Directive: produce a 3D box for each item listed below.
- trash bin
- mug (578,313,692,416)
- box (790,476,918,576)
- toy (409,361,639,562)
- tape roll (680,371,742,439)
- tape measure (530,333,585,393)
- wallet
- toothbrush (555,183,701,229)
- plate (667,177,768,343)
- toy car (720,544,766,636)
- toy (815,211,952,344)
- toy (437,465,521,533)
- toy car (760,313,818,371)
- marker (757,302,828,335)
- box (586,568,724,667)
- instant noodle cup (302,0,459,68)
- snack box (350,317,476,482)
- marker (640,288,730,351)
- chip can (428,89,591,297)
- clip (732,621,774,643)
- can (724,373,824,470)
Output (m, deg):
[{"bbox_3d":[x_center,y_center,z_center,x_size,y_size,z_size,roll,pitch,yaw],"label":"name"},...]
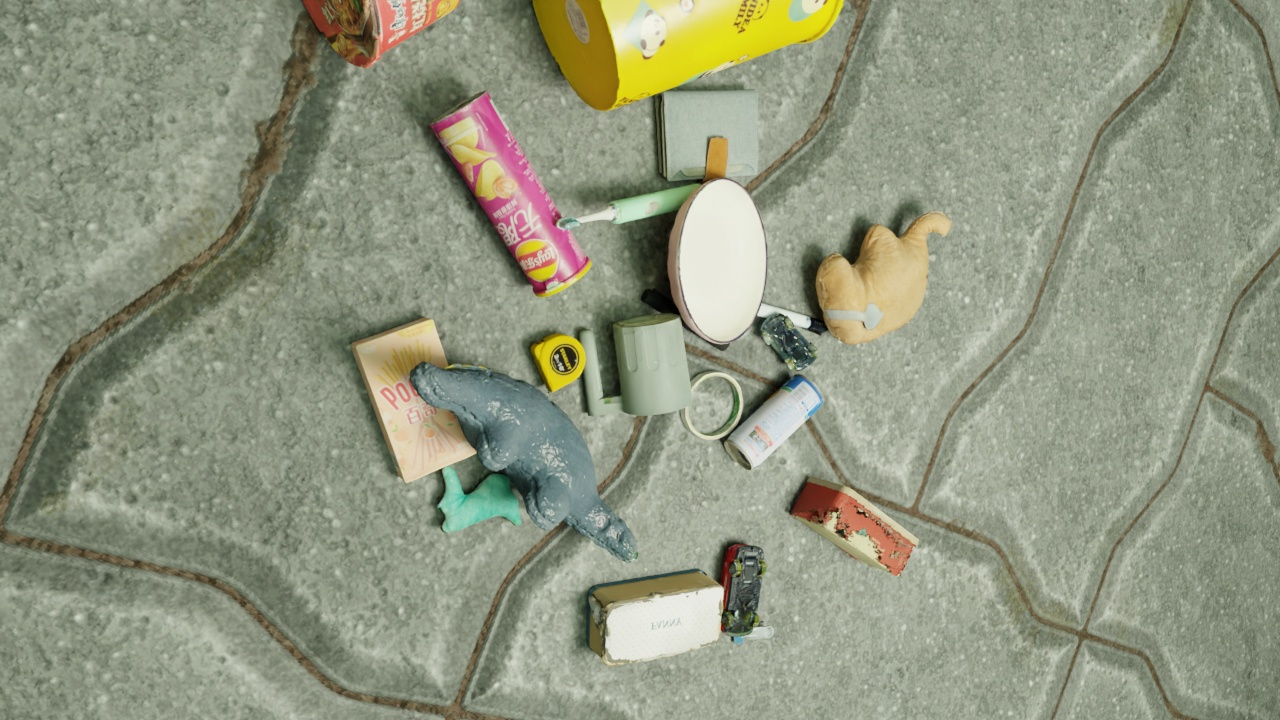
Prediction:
[{"bbox_3d":[0.037,-0.391,0.934,0.255,0.230,0.230,-29,111,-15],"label":"trash bin"},{"bbox_3d":[-0.006,0.006,1.057,0.124,0.083,0.103,-7,102,-2],"label":"mug"},{"bbox_3d":[0.286,0.232,1.236,0.168,0.091,0.076,35,78,-28],"label":"box"},{"bbox_3d":[-0.116,0.094,0.978,0.091,0.137,0.356,-34,123,12],"label":"toy"},{"bbox_3d":[0.089,0.056,1.146,0.085,0.014,0.086,-5,101,-28],"label":"tape roll"},{"bbox_3d":[-0.092,-0.002,1.031,0.057,0.029,0.060,-29,111,-20],"label":"tape measure"},{"bbox_3d":[0.082,-0.263,1.076,0.129,0.037,0.106,-9,102,-26],"label":"wallet"},{"bbox_3d":[-0.007,-0.169,1.015,0.223,0.027,0.026,-20,119,-41],"label":"toothbrush"},{"bbox_3d":[0.086,-0.116,1.076,0.192,0.039,0.192,-7,98,-52],"label":"plate"},{"bbox_3d":[0.129,0.297,1.189,0.052,0.045,0.120,8,89,-27],"label":"toy car"},{"bbox_3d":[0.325,-0.109,1.208,0.225,0.082,0.143,-33,120,-22],"label":"toy"},{"bbox_3d":[-0.182,0.153,1.010,0.091,0.030,0.096,-22,102,-26],"label":"toy"},{"bbox_3d":[0.189,-0.025,1.170,0.043,0.034,0.090,-38,120,17],"label":"toy car"},{"bbox_3d":[0.188,-0.054,1.179,0.130,0.018,0.023,12,102,-29],"label":"marker"},{"bbox_3d":[0.025,0.314,1.132,0.184,0.060,0.090,0,99,-30],"label":"box"},{"bbox_3d":[-0.240,-0.356,0.841,0.108,0.138,0.138,-37,114,-28],"label":"instant noodle cup"},{"bbox_3d":[-0.236,0.041,0.963,0.084,0.026,0.157,-23,109,-23],"label":"snack box"},{"bbox_3d":[0.057,-0.049,1.107,0.132,0.020,0.022,30,128,-28],"label":"marker"},{"bbox_3d":[-0.134,-0.171,0.957,0.071,0.071,0.210,-39,113,-17],"label":"chip can"},{"bbox_3d":[0.149,0.363,1.229,0.057,0.029,0.024,-4,98,-17],"label":"clip"},{"bbox_3d":[0.170,0.079,1.170,0.134,0.053,0.053,-41,114,-17],"label":"can"}]
